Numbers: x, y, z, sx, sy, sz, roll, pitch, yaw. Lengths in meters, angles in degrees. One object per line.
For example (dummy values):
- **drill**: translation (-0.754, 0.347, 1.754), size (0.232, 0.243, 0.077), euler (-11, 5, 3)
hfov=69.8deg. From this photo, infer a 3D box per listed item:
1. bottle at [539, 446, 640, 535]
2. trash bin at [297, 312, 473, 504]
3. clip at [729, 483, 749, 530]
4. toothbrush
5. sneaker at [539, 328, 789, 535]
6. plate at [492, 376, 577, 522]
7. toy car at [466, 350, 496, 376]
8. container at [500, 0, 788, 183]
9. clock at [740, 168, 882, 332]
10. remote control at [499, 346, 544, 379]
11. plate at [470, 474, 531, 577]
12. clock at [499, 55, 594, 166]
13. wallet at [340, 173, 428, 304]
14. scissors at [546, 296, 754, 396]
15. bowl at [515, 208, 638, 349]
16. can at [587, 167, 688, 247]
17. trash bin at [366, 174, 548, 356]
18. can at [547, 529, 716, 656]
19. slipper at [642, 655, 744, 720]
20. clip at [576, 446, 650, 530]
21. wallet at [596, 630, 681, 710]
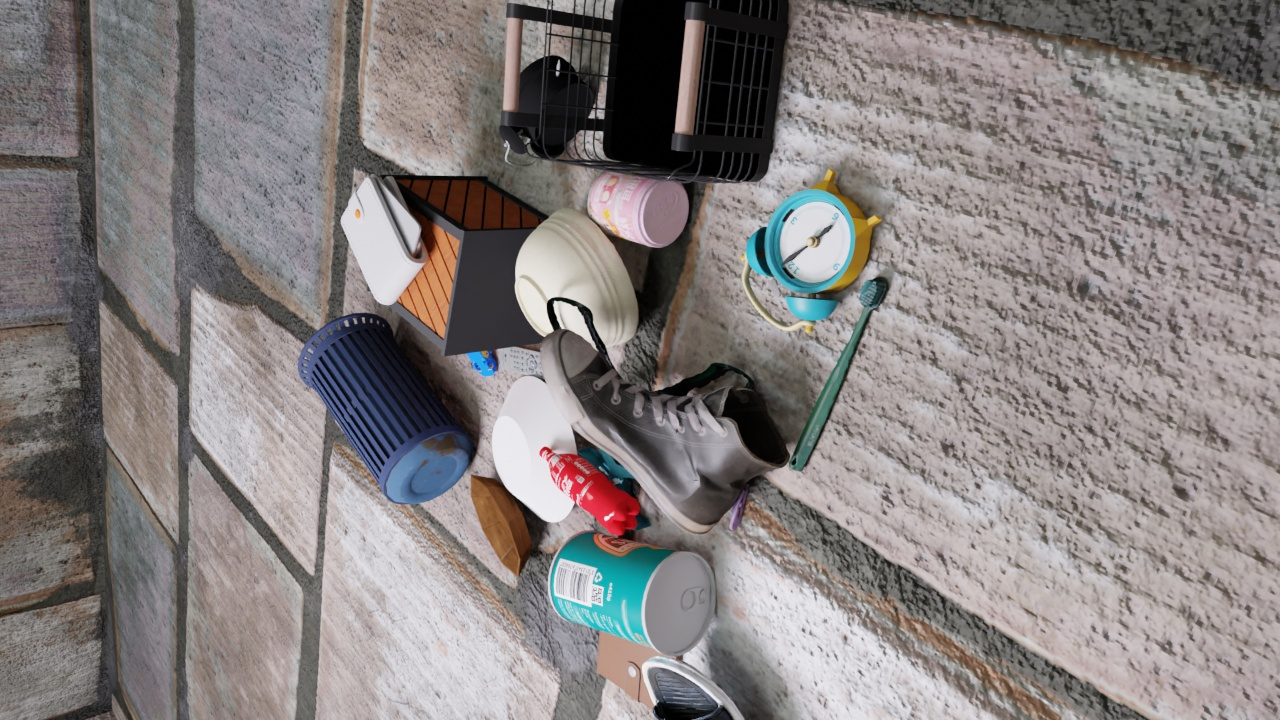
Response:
- **bottle**: translation (-0.058, 0.132, 0.966), size (0.141, 0.041, 0.042), euler (34, 120, 35)
- **trash bin**: translation (-0.334, 0.067, 1.217), size (0.249, 0.139, 0.140), euler (46, 128, 29)
- **clip**: translation (0.090, 0.135, 0.872), size (0.029, 0.013, 0.050), euler (43, 122, 33)
- **toothbrush**: translation (0.162, 0.015, 0.769), size (0.016, 0.017, 0.190), euler (39, 123, 35)
- **sneaker**: translation (0.019, 0.041, 0.825), size (0.235, 0.095, 0.120), euler (47, 120, 1)
- **plate**: translation (-0.134, 0.107, 1.067), size (0.174, 0.036, 0.174), euler (19, 114, 51)
- **toy car**: translation (-0.196, -0.034, 1.143), size (0.033, 0.061, 0.092), euler (-8, 121, 46)
- **container**: translation (0.000, -0.249, 0.807), size (0.242, 0.130, 0.163), euler (21, 112, 43)
- **clock**: translation (0.137, -0.087, 0.760), size (0.099, 0.043, 0.130), euler (53, 124, 26)
- **remote control**: translation (-0.120, 0.004, 1.066), size (0.137, 0.013, 0.033), euler (12, 106, 45)
- **plate**: translation (-0.168, 0.197, 1.121), size (0.131, 0.025, 0.131), euler (44, 147, 39)
- **clock**: translation (-0.098, -0.250, 0.941), size (0.042, 0.091, 0.121), euler (44, 113, 20)
- **wallet**: translation (-0.267, -0.138, 0.972), size (0.116, 0.037, 0.118), euler (-39, 73, 43)
- **scissors**: translation (-0.005, 0.005, 0.876), size (0.202, 0.015, 0.206), euler (-21, 120, 39)
- **bowl**: translation (-0.077, -0.069, 0.923), size (0.151, 0.075, 0.151), euler (42, 149, 32)
- **can**: translation (-0.002, -0.147, 0.875), size (0.076, 0.067, 0.067), euler (22, 113, 43)
- **trash bin**: translation (-0.196, -0.113, 1.033), size (0.172, 0.139, 0.140), euler (35, 121, 37)
- **can**: translation (-0.010, 0.232, 0.931), size (0.144, 0.099, 0.099), euler (1, 98, 46)
- **slipper**: translation (0.072, 0.406, 0.871), size (0.111, 0.062, 0.264), euler (-22, 96, 47)
- **clip**: translation (-0.027, 0.138, 0.987), size (0.130, 0.030, 0.120), euler (27, 121, 40)
- **wallet**: translation (-0.005, 0.332, 1.006), size (0.121, 0.013, 0.087), euler (18, 110, 43)
